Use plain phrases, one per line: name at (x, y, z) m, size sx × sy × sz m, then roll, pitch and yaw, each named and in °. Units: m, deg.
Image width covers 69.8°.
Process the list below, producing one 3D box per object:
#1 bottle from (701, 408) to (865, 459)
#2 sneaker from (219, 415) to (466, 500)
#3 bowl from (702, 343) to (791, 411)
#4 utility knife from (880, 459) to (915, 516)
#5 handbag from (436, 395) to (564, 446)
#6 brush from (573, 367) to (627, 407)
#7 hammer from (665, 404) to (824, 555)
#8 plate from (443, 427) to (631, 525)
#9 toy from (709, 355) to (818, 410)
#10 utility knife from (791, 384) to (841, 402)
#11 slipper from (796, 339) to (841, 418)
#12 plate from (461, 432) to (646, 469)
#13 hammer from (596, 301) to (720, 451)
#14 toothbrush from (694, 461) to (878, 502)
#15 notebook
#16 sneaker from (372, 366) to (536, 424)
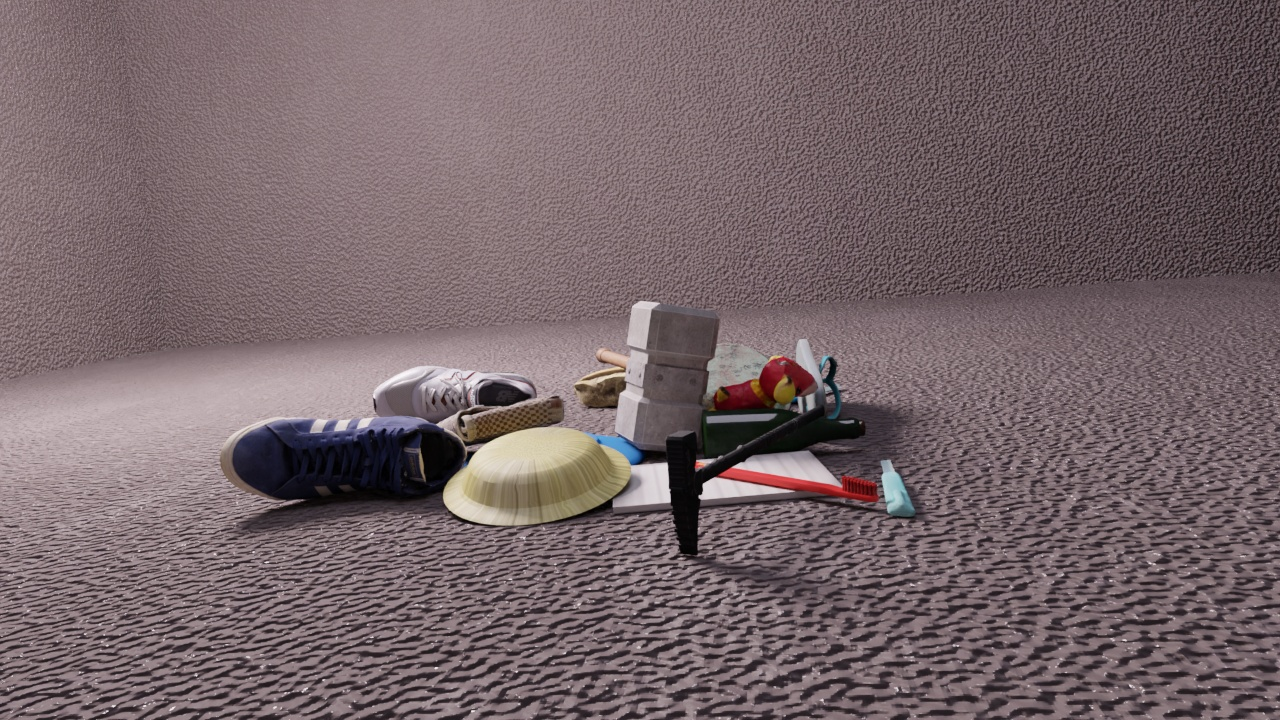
bottle at (0.154, 0.077, 0.988) m, size 0.174 × 0.055 × 0.055 m, roll -3°, pitch 7°, yaw 1°
sneaker at (-0.293, 0.106, 0.944) m, size 0.232 × 0.091 × 0.119 m, roll 0°, pitch 5°, yaw -38°
bowl at (0.113, 0.028, 1.148) m, size 0.157 × 0.039 × 0.157 m, roll 2°, pitch 40°, yaw -2°
utility knife at (0.229, 0.109, 0.831) m, size 0.022 × 0.015 × 0.166 m, roll -2°, pitch 10°, yaw 11°
handbag at (-0.175, 0.073, 1.081) m, size 0.124 × 0.047 × 0.186 m, roll -11°, pitch -5°, yaw -25°
brush at (-0.013, 0.040, 1.374) m, size 0.196 × 0.059 × 0.043 m, roll -4°, pitch 16°, yaw 22°
hammer at (0.109, 0.082, 0.826) m, size 0.015 × 0.095 × 0.324 m, roll 0°, pitch 8°, yaw 31°
plate at (-0.103, 0.100, 0.898) m, size 0.184 × 0.036 × 0.184 m, roll -6°, pitch 18°, yaw 2°
toy at (0.127, 0.046, 1.039) m, size 0.105 × 0.067 × 0.138 m, roll 16°, pitch -47°, yaw -37°
utility knife at (0.215, 0.053, 1.304) m, size 0.221 × 0.015 × 0.031 m, roll -9°, pitch 13°, yaw -40°
slipper at (0.228, 0.028, 1.155) m, size 0.055 × 0.098 × 0.268 m, roll -5°, pitch 8°, yaw 6°
plate at (-0.106, 0.105, 1.051) m, size 0.224 × 0.024 × 0.224 m, roll -5°, pitch 7°, yaw 0°
hammer at (-0.007, 0.007, 1.164) m, size 0.082 × 0.163 × 0.318 m, roll 7°, pitch 3°, yaw -19°
toothbrush at (0.125, 0.106, 0.849) m, size 0.012 × 0.018 × 0.213 m, roll -13°, pitch 12°, yaw -44°
notebook at (0.077, 0.117, 0.899) m, size 0.210 × 0.009 × 0.142 m, roll -5°, pitch 8°, yaw -1°
sneaker at (-0.253, 0.051, 1.314) m, size 0.239 × 0.089 × 0.124 m, roll -4°, pitch 3°, yaw -25°
